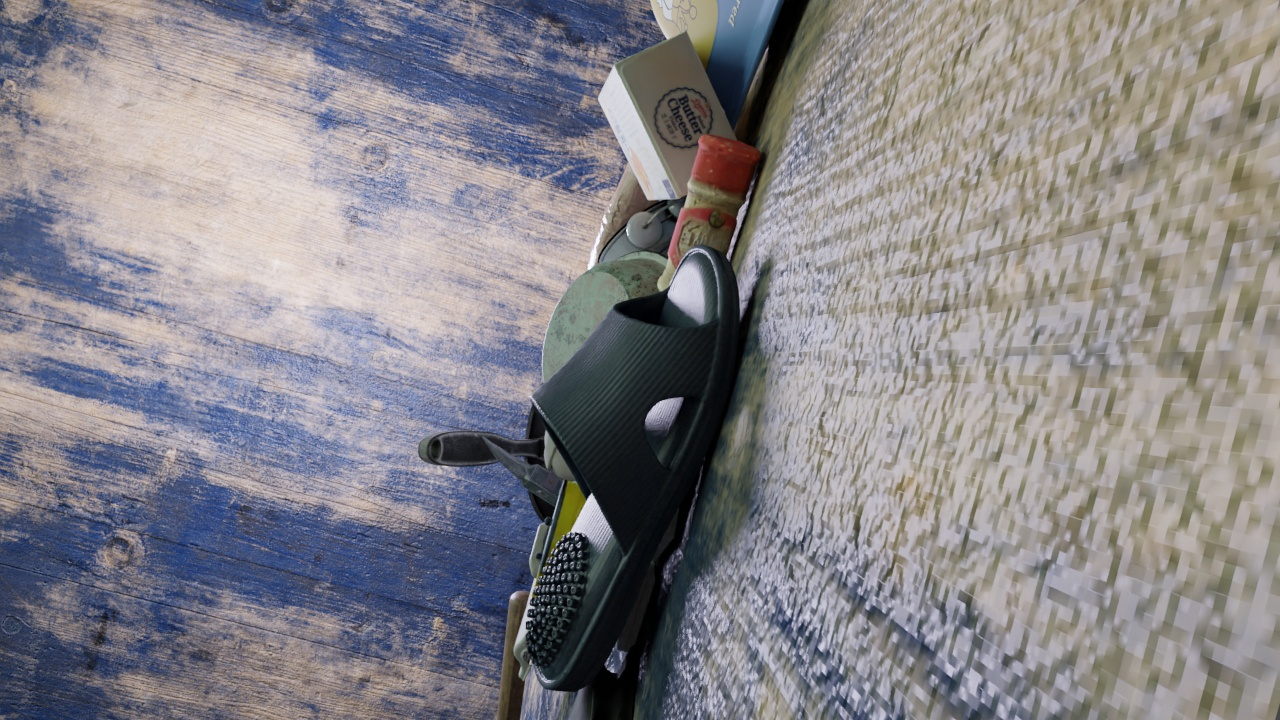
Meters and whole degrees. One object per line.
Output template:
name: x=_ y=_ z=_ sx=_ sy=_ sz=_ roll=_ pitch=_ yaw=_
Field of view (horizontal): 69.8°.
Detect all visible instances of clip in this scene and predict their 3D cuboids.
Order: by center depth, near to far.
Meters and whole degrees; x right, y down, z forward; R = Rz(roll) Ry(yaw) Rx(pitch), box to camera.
clip: x=-0.069 y=0.220 z=0.870 sx=0.125 sy=0.096 sz=0.153 roll=-81 pitch=11 yaw=-49

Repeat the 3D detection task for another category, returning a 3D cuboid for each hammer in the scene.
hammer: x=-0.139 y=0.394 z=0.943 sx=0.129 sy=0.040 sz=0.322 roll=-79 pitch=-4 yaw=-85
hammer: x=-0.046 y=0.016 z=0.995 sx=0.028 sy=0.147 sz=0.315 roll=-41 pitch=18 yaw=51

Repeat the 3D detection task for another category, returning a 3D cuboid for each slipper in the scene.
slipper: x=-0.025 y=0.054 z=0.502 sx=0.263 sy=0.082 sz=0.101 roll=-69 pitch=24 yaw=4

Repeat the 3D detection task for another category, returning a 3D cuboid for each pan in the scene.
pan: x=-0.118 y=0.095 z=1.002 sx=0.356 sy=0.055 sz=0.187 roll=12 pitch=-100 yaw=-69

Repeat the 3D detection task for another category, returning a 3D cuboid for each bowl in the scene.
bowl: x=-0.026 y=-0.008 z=0.673 sx=0.158 sy=0.038 sz=0.157 roll=-18 pitch=66 yaw=47

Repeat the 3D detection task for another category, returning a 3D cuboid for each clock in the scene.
clock: x=-0.040 y=0.122 z=0.639 sx=0.118 sy=0.057 sz=0.083 roll=-81 pitch=6 yaw=-65
clock: x=0.011 y=-0.112 z=0.850 sx=0.094 sy=0.035 sz=0.123 roll=-33 pitch=-10 yaw=-28

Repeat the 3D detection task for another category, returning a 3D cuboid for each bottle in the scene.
bottle: x=0.044 y=-0.090 z=0.600 sx=0.044 sy=0.044 sz=0.109 roll=-87 pitch=13 yaw=-72

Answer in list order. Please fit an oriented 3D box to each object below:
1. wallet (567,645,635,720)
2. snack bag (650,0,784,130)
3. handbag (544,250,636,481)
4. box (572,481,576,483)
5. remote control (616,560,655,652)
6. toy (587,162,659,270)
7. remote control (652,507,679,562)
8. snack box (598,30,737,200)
wallet: x=-0.031 y=0.228 z=0.519 sx=0.089 sy=0.026 sz=0.115 roll=-85 pitch=12 yaw=-61
snack bag: x=0.074 y=-0.292 z=0.661 sx=0.159 sy=0.102 sz=0.204 roll=111 pitch=159 yaw=-51
handbag: x=-0.005 y=0.005 z=0.844 sx=0.222 sy=0.095 sz=0.216 roll=-42 pitch=-30 yaw=-74
box: x=-0.034 y=0.058 z=1.042 sx=0.083 sy=0.066 sz=0.198 roll=79 pitch=-158 yaw=-54
remote control: x=-0.004 y=0.135 z=0.603 sx=0.135 sy=0.011 sz=0.050 roll=-94 pitch=20 yaw=-77
toy: x=-0.005 y=-0.170 z=0.960 sx=0.195 sy=0.065 sz=0.265 roll=-84 pitch=9 yaw=-62
remote control: x=0.017 y=0.047 z=0.566 sx=0.050 sy=0.024 sz=0.143 roll=113 pitch=171 yaw=-60
snack box: x=0.019 y=-0.185 z=0.726 sx=0.104 sy=0.057 sz=0.208 roll=63 pitch=179 yaw=-11
